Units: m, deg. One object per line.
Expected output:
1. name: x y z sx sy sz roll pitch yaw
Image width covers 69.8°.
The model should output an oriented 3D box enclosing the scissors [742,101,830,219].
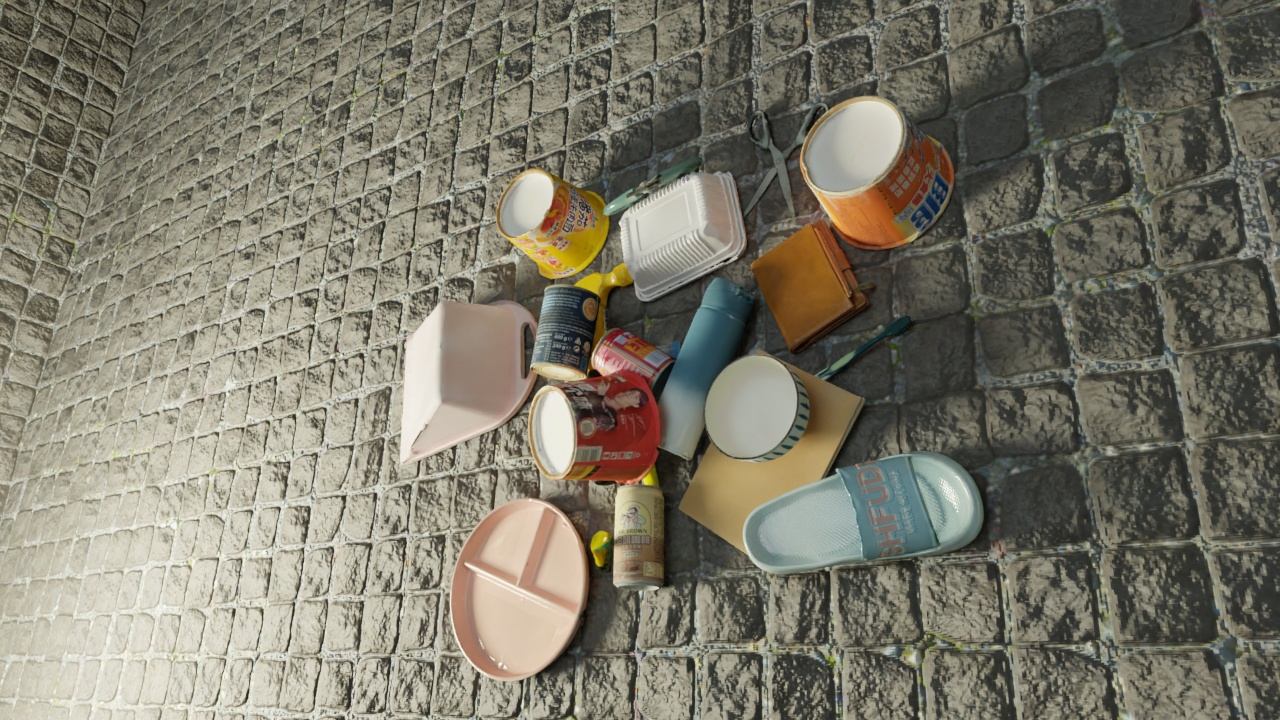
1. scissors: 0.173 -0.256 1.162 0.180 0.014 0.159 -51 50 11

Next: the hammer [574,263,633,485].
1. hammer: -0.056 0.019 1.212 0.129 0.032 0.300 -22 60 30

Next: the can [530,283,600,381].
1. can: -0.097 -0.034 1.193 0.075 0.075 0.111 -3 70 37

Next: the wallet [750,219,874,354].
1. wallet: 0.197 -0.092 1.060 0.119 0.035 0.130 -33 56 23

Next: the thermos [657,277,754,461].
1. thermos: 0.073 0.008 1.098 0.070 0.070 0.220 18 83 41

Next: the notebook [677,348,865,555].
1. notebook: 0.141 0.107 1.027 0.149 0.012 0.211 29 94 40

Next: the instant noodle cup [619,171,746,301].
1. instant noodle cup: 0.044 -0.169 1.192 0.174 0.060 0.137 -25 58 31

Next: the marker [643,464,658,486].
1. marker: 0.005 0.106 1.143 0.018 0.015 0.124 -29 53 24

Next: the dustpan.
1. dustpan: -0.261 0.027 1.383 0.274 0.138 0.222 -39 48 55

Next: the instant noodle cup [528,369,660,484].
1. instant noodle cup: -0.058 0.079 1.067 0.138 0.108 0.138 3 94 54

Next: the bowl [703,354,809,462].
1. bowl: 0.134 0.057 0.997 0.117 0.066 0.116 -14 67 34

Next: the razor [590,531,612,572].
1. razor: -0.044 0.216 1.070 0.028 0.133 0.043 6 69 -2

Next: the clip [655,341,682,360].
1. clip: 0.031 -0.009 1.167 0.058 0.038 0.026 -4 71 35

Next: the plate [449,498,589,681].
1. plate: -0.155 0.292 1.179 0.230 0.028 0.229 -15 64 31

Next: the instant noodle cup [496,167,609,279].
1. instant noodle cup: -0.130 -0.201 1.308 0.138 0.109 0.137 -14 65 32

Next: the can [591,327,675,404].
1. can: -0.007 0.007 1.140 0.094 0.066 0.066 31 92 22

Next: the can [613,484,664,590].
1. can: -0.001 0.208 1.075 0.059 0.058 0.116 -14 64 33

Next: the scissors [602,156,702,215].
1. scissors: 0.024 -0.234 1.198 0.178 0.019 0.173 -29 5 -14

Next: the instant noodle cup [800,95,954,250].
1. instant noodle cup: 0.255 -0.212 1.015 0.152 0.111 0.151 -16 63 33

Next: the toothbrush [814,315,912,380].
1. toothbrush: 0.219 0.009 1.017 0.192 0.018 0.016 -37 55 23

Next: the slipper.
1. slipper: 0.211 0.153 0.913 0.246 0.074 0.104 -19 65 24
